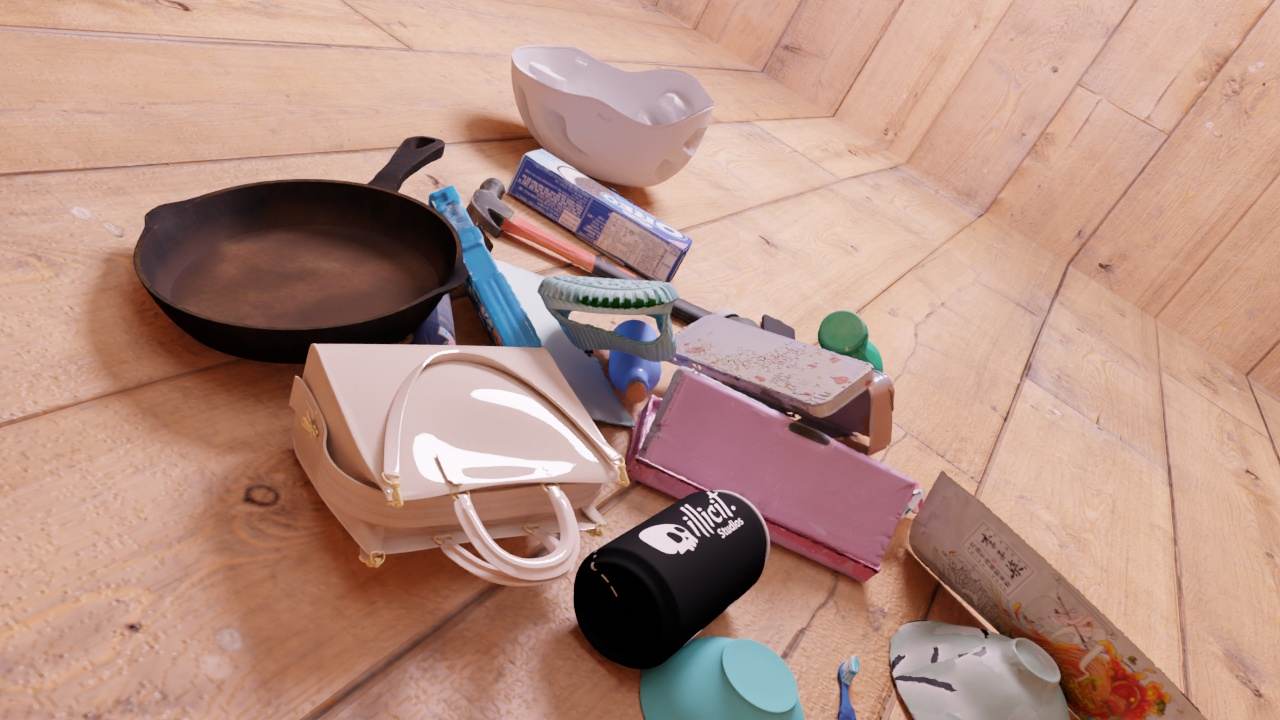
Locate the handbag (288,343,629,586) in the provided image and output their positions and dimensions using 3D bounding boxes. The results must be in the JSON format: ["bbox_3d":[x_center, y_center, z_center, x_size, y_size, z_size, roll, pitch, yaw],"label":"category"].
[{"bbox_3d":[-0.101,0.070,0.579,0.194,0.101,0.198,0,31,-38],"label":"handbag"}]

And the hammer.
[{"bbox_3d":[-0.040,-0.102,1.028,0.333,0.033,0.132,25,26,-10],"label":"hammer"}]

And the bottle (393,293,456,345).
[{"bbox_3d":[-0.174,-0.016,0.724,0.056,0.056,0.160,15,31,-26],"label":"bottle"}]

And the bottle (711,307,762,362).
[{"bbox_3d":[0.114,-0.007,0.979,0.060,0.060,0.108,0,40,-44],"label":"bottle"}]

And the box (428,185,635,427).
[{"bbox_3d":[-0.112,-0.036,0.832,0.174,0.064,0.243,44,10,-48],"label":"box"}]

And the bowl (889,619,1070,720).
[{"bbox_3d":[0.281,0.249,0.699,0.174,0.068,0.174,24,26,-13],"label":"bowl"}]

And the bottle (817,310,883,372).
[{"bbox_3d":[0.209,0.008,0.924,0.068,0.068,0.210,44,-4,25],"label":"bottle"}]

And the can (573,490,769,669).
[{"bbox_3d":[0.025,0.142,0.620,0.080,0.080,0.145,40,29,20],"label":"can"}]

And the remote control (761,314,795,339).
[{"bbox_3d":[0.166,-0.018,1.090,0.045,0.021,0.140,27,26,-7],"label":"remote control"}]

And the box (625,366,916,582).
[{"bbox_3d":[0.113,0.088,0.769,0.232,0.099,0.099,26,35,-7],"label":"box"}]

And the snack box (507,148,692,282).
[{"bbox_3d":[-0.049,-0.174,1.110,0.226,0.060,0.059,32,24,5],"label":"snack box"}]

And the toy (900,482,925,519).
[{"bbox_3d":[0.237,0.132,0.878,0.065,0.050,0.102,18,-7,21],"label":"toy"}]

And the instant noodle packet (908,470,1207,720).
[{"bbox_3d":[0.325,0.218,0.743,0.057,0.147,0.269,-33,60,-21],"label":"instant noodle packet"}]

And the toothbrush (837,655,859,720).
[{"bbox_3d":[0.139,0.247,0.622,0.021,0.016,0.132,28,27,3],"label":"toothbrush"}]

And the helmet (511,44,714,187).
[{"bbox_3d":[-0.049,-0.348,1.261,0.282,0.184,0.224,21,23,-31],"label":"helmet"}]

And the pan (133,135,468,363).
[{"bbox_3d":[-0.238,-0.104,0.745,0.249,0.043,0.355,13,35,6],"label":"pan"}]

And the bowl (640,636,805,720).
[{"bbox_3d":[0.064,0.211,0.578,0.121,0.046,0.121,23,28,-13],"label":"bowl"}]

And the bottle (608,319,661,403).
[{"bbox_3d":[-0.005,0.005,0.838,0.048,0.048,0.131,24,19,-10],"label":"bottle"}]

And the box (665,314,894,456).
[{"bbox_3d":[0.128,0.024,0.848,0.094,0.108,0.216,-41,36,-20],"label":"box"}]

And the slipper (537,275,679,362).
[{"bbox_3d":[-0.024,-0.038,0.786,0.116,0.069,0.276,7,5,1],"label":"slipper"}]
